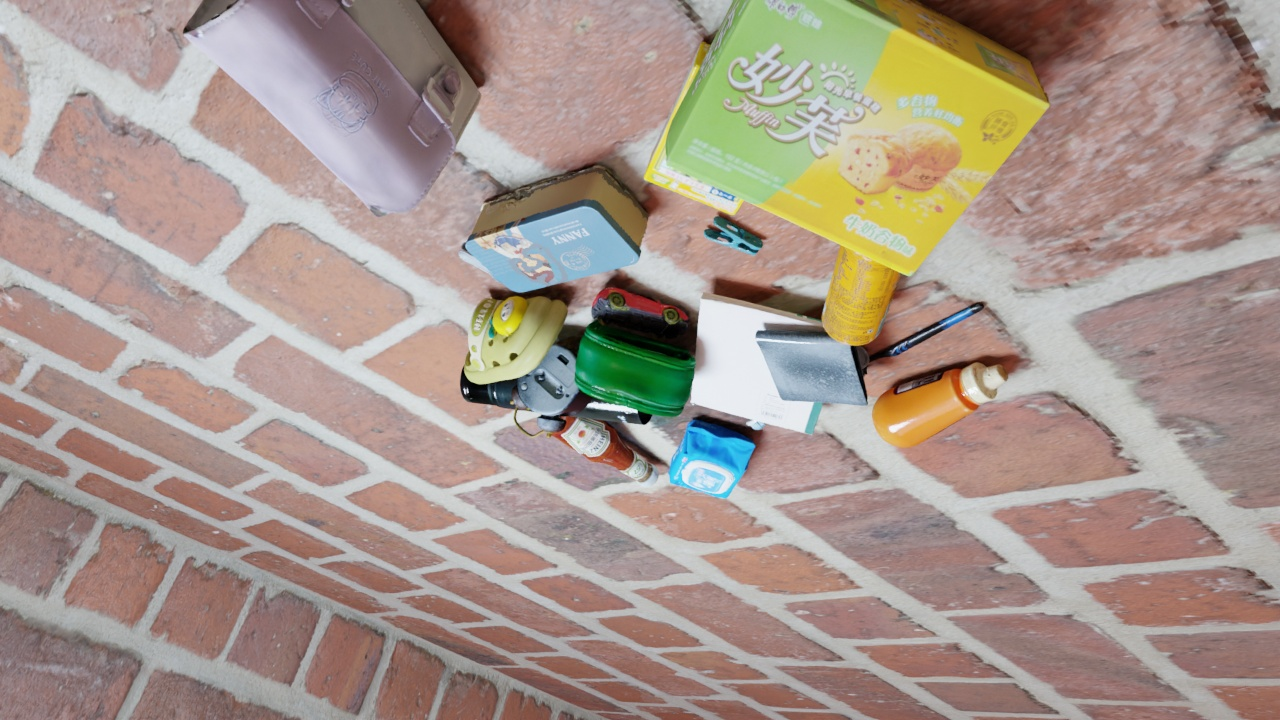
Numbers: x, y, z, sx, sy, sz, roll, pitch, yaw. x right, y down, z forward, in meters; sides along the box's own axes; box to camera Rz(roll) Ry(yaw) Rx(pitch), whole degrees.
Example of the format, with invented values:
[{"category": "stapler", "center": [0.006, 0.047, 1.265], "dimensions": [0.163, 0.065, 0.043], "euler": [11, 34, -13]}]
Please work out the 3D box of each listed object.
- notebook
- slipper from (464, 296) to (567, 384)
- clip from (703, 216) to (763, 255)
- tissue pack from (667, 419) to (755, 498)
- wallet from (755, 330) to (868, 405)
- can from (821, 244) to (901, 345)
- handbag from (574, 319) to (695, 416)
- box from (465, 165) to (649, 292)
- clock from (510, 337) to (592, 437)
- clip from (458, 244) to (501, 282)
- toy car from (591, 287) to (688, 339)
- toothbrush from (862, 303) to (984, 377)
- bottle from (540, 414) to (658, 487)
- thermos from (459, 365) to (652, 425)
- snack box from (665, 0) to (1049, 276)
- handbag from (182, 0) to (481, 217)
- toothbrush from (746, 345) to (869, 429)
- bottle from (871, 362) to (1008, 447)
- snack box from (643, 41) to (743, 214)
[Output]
[{"category": "notebook", "center": [0.131, 0.010, 0.993], "dimensions": [0.150, 0.012, 0.209], "euler": [15, 148, 9]}, {"category": "slipper", "center": [-0.161, -0.027, 1.046], "dimensions": [0.081, 0.091, 0.191], "euler": [35, 148, -25]}, {"category": "clip", "center": [0.087, -0.114, 0.854], "dimensions": [0.056, 0.013, 0.039], "euler": [24, 149, -11]}, {"category": "tissue pack", "center": [0.093, 0.135, 1.220], "dimensions": [0.095, 0.052, 0.157], "euler": [16, 150, -1]}, {"category": "wallet", "center": [0.178, 0.008, 0.942], "dimensions": [0.097, 0.019, 0.121], "euler": [4, 146, 26]}, {"category": "can", "center": [0.201, -0.074, 0.820], "dimensions": [0.058, 0.058, 0.146], "euler": [12, 149, 8]}, {"category": "handbag", "center": [-0.006, 0.006, 1.012], "dimensions": [0.131, 0.068, 0.120], "euler": [17, -167, -5]}, {"category": "box", "center": [-0.075, -0.123, 0.874], "dimensions": [0.185, 0.059, 0.090], "euler": [-9, 142, 39]}, {"category": "clock", "center": [-0.104, 0.035, 1.071], "dimensions": [0.082, 0.122, 0.055], "euler": [40, -175, 21]}, {"category": "clip", "center": [-0.169, -0.107, 0.984], "dimensions": [0.058, 0.044, 0.027], "euler": [27, 152, 0]}, {"category": "toy car", "center": [0.001, -0.050, 0.982], "dimensions": [0.106, 0.031, 0.049], "euler": [16, 153, -14]}, {"category": "toothbrush", "center": [0.271, -0.015, 0.927], "dimensions": [0.014, 0.016, 0.190], "euler": [21, 149, -23]}, {"category": "bottle", "center": [-0.050, 0.117, 1.254], "dimensions": [0.060, 0.059, 0.206], "euler": [-13, 141, 40]}, {"category": "thermos", "center": [-0.100, 0.034, 1.149], "dimensions": [0.243, 0.068, 0.090], "euler": [5, 177, 21]}, {"category": "snack box", "center": [0.143, -0.171, 0.638], "dimensions": [0.210, 0.069, 0.158], "euler": [22, 131, -10]}, {"category": "handbag", "center": [-0.219, -0.225, 0.693], "dimensions": [0.099, 0.144, 0.197], "euler": [-1, 147, 31]}, {"category": "toothbrush", "center": [0.181, 0.037, 1.043], "dimensions": [0.026, 0.026, 0.222], "euler": [43, 146, -3]}, {"category": "bottle", "center": [0.315, 0.041, 0.958], "dimensions": [0.066, 0.066, 0.150], "euler": [31, 139, -24]}, {"category": "snack box", "center": [0.064, -0.181, 0.738], "dimensions": [0.087, 0.033, 0.141], "euler": [20, 148, -6]}]
